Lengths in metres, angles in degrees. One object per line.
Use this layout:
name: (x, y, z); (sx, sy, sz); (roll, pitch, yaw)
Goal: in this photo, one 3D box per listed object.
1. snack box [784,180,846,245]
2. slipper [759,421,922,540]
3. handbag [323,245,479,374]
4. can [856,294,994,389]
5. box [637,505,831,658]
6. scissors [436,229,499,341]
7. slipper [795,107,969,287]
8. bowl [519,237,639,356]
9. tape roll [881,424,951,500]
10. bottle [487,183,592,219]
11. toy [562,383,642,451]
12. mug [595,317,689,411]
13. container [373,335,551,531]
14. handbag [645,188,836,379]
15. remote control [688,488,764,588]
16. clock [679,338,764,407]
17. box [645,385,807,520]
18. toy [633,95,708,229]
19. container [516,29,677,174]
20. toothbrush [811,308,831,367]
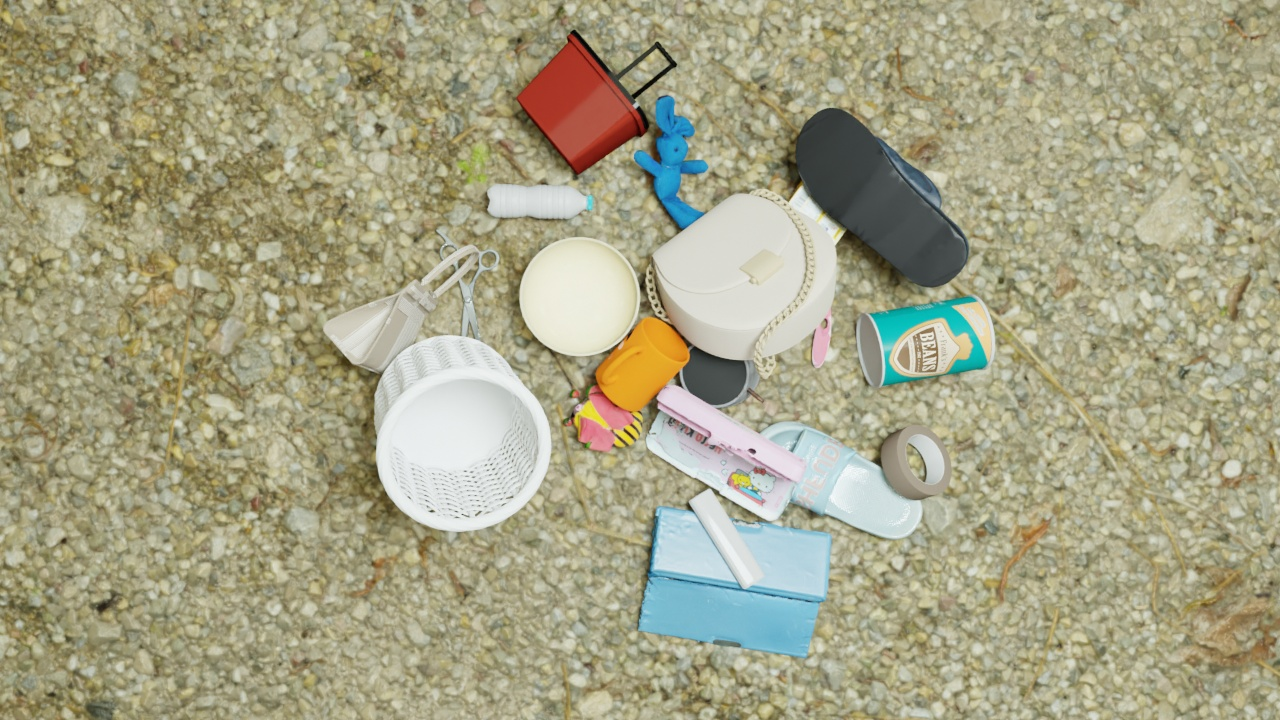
snack box: (0.244, -0.210, 1.209); (0.083, 0.061, 0.105); (36, 86, -1)
slipper: (0.254, 0.156, 1.182); (0.245, 0.074, 0.104); (26, 85, -2)
handbag: (-0.274, -0.071, 1.128); (0.198, 0.176, 0.062); (-42, 89, -6)
can: (0.365, -0.024, 1.183); (0.144, 0.099, 0.099); (-10, 87, -3)
box: (0.122, 0.288, 1.179); (0.231, 0.060, 0.175); (9, 87, -2)
scissors: (-0.239, -0.092, 1.209); (0.131, 0.014, 0.153); (25, 83, -1)
slipper: (0.305, -0.205, 1.149); (0.265, 0.083, 0.109); (47, 124, 11)
bowl: (-0.077, -0.078, 1.183); (0.151, 0.075, 0.150); (0, 86, -1)
tape roll: (0.357, 0.132, 1.186); (0.093, 0.030, 0.093); (12, 63, -26)
bottle: (-0.131, -0.208, 1.204); (0.136, 0.044, 0.044); (1, 86, -2)
toy: (-0.047, 0.078, 1.192); (0.103, 0.046, 0.084); (16, 72, -6)
mug: (-0.007, 0.007, 1.146); (0.096, 0.112, 0.077); (-47, 71, 27)
container: (-0.217, 0.078, 1.085); (0.189, 0.187, 0.189); (-4, 105, -17)
handbag: (0.133, -0.100, 1.145); (0.210, 0.103, 0.208); (-38, 57, -18)
remote control: (0.109, 0.225, 1.162); (0.033, 0.012, 0.131); (-29, 76, -14)
clock: (0.094, 0.000, 1.184); (0.104, 0.056, 0.148); (-26, 91, 20)
box: (0.099, 0.120, 1.143); (0.201, 0.111, 0.101); (30, 97, 12)
toy: (0.047, -0.258, 1.203); (0.071, 0.112, 0.176); (1, 110, 32)
container: (-0.043, -0.351, 1.182); (0.201, 0.127, 0.148); (-40, 88, 3)
toothbrush: (0.246, -0.057, 1.223); (0.021, 0.016, 0.135); (9, 86, -1)
